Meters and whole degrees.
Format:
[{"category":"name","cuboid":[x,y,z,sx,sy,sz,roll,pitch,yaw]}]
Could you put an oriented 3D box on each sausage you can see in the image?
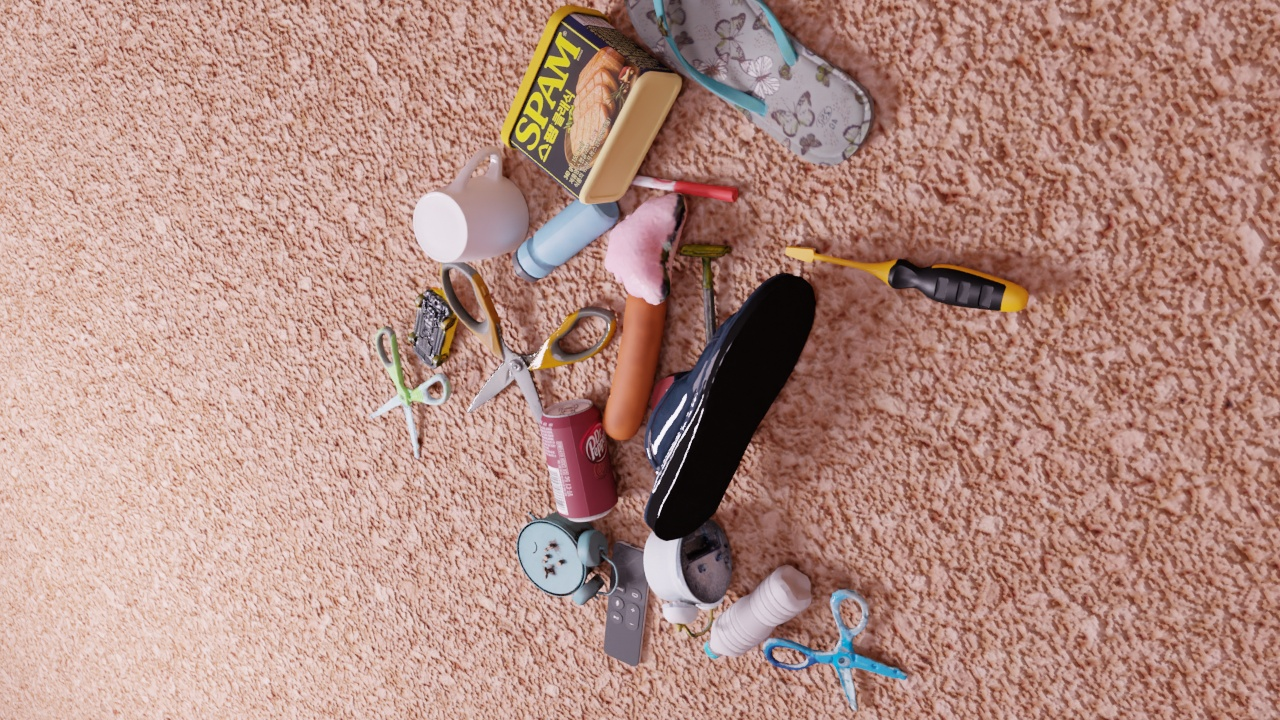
[{"category":"sausage","cuboid":[-0.005,0.005,0.878,0.044,0.039,0.164,-127,44,-55]}]

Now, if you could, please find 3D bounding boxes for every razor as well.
[{"category":"razor","cuboid":[0.062,-0.053,0.832,0.042,0.026,0.106,5,113,27]}]

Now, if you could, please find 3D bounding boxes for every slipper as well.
[{"category":"slipper","cuboid":[0.069,-0.253,0.742,0.269,0.054,0.098,46,125,8]},{"category":"slipper","cuboid":[0.057,0.031,0.812,0.083,0.108,0.266,41,117,37]}]

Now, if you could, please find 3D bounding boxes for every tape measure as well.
[{"category":"tape measure","cuboid":[0.033,0.039,0.879,0.059,0.019,0.051,-11,100,33]}]

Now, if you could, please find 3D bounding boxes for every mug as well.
[{"category":"mug","cuboid":[-0.164,-0.152,0.892,0.081,0.087,0.114,25,117,21]}]

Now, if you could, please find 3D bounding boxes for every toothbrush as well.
[{"category":"toothbrush","cuboid":[0.208,-0.069,0.735,0.197,0.030,0.031,17,118,28]}]

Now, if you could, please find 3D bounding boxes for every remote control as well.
[{"category":"remote control","cuboid":[-0.014,0.263,0.989,0.045,0.008,0.147,17,114,25]}]

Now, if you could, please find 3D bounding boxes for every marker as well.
[{"category":"marker","cuboid":[0.021,-0.159,0.825,0.142,0.012,0.013,14,113,26]}]

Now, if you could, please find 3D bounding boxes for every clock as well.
[{"category":"clock","cuboid":[0.049,0.208,0.887,0.057,0.083,0.117,-14,88,39]},{"category":"clock","cuboid":[-0.074,0.209,0.980,0.124,0.053,0.090,20,116,24]}]

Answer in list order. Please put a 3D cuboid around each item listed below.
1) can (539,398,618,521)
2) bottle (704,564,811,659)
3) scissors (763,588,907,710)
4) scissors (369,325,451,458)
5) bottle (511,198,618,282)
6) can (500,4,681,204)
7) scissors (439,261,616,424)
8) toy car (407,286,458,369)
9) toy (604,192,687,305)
[{"category":"can","cuboid":[-0.062,0.101,0.929,0.063,0.063,0.114,-2,106,31]},{"category":"bottle","cuboid":[0.109,0.250,0.890,0.044,0.044,0.137,47,123,9]},{"category":"scissors","cuboid":[0.179,0.274,0.863,0.140,0.011,0.134,-9,110,21]},{"category":"scissors","cuboid":[-0.266,0.043,1.050,0.166,0.024,0.171,8,121,29]},{"category":"bottle","cuboid":[-0.077,-0.116,0.881,0.130,0.040,0.040,-32,88,34]},{"category":"can","cuboid":[-0.043,-0.218,0.799,0.104,0.075,0.135,42,121,18]},{"category":"scissors","cuboid":[-0.128,-0.019,0.942,0.226,0.016,0.230,-35,99,32]},{"category":"toy car","cuboid":[-0.225,-0.034,1.001,0.049,0.030,0.107,40,135,13]},{"category":"toy","cuboid":[0.002,-0.100,0.828,0.093,0.050,0.102,0,76,52]}]
